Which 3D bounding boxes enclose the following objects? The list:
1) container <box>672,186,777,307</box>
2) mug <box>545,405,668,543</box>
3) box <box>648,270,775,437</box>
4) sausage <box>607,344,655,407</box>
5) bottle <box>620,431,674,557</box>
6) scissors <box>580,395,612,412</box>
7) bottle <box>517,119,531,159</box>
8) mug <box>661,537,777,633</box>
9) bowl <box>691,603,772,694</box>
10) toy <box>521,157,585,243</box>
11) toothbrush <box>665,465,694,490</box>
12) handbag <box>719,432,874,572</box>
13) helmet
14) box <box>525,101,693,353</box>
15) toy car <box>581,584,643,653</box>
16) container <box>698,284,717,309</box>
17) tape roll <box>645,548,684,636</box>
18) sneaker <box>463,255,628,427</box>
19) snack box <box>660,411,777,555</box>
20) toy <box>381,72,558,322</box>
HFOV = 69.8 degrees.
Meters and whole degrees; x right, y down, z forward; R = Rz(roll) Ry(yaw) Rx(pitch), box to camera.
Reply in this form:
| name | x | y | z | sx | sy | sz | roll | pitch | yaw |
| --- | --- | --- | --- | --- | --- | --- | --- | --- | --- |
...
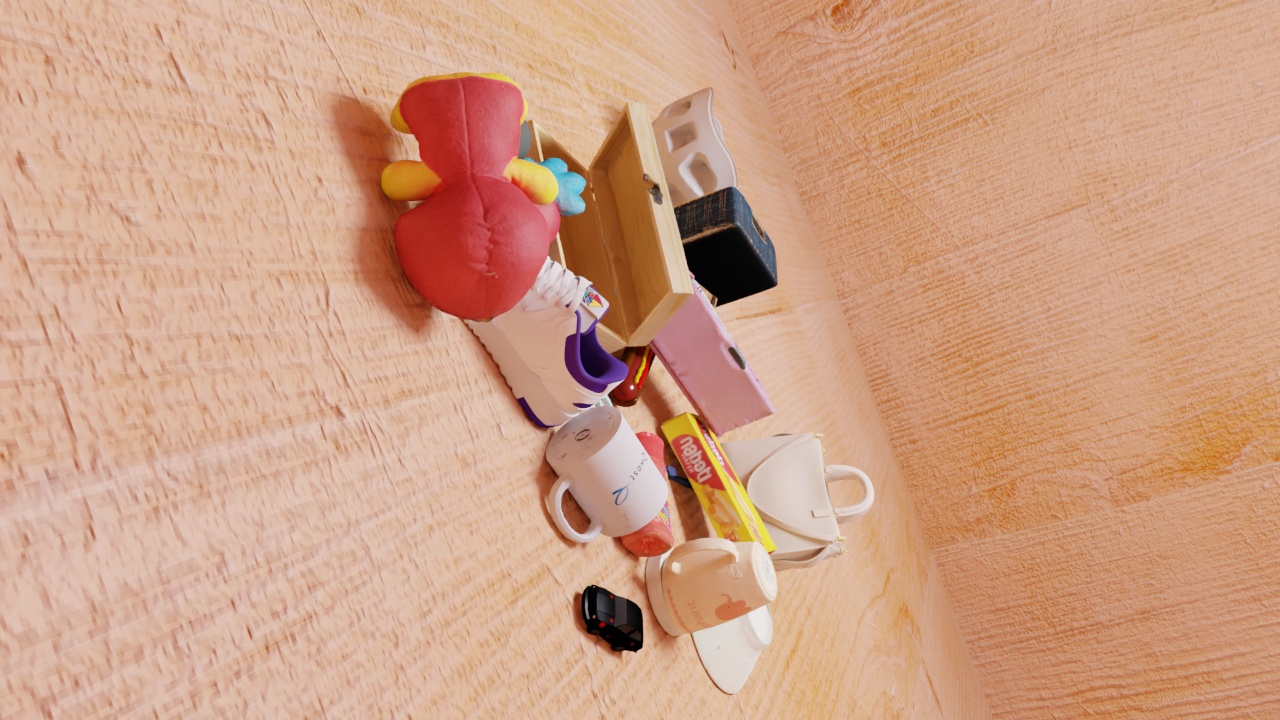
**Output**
| name | x | y | z | sx | sy | sz | roll | pitch | yaw |
| --- | --- | --- | --- | --- | --- | --- | --- | --- | --- |
| container | 0.073 | -0.135 | 1.227 | 0.145 | 0.188 | 0.071 | 47 | 34 | -46 |
| mug | -0.041 | 0.119 | 0.880 | 0.119 | 0.083 | 0.096 | -51 | 123 | -33 |
| box | 0.080 | -0.003 | 1.116 | 0.080 | 0.099 | 0.233 | 30 | -22 | 56 |
| sausage | -0.007 | 0.006 | 1.109 | 0.040 | 0.040 | 0.155 | 62 | 22 | -19 |
| bottle | 0.005 | 0.142 | 0.998 | 0.071 | 0.049 | 0.134 | 46 | 31 | -44 |
| scissors | -0.052 | 0.021 | 1.015 | 0.109 | 0.018 | 0.130 | 54 | 24 | -33 |
| bottle | -0.157 | -0.228 | 0.924 | 0.060 | 0.060 | 0.108 | 69 | 21 | -1 |
| mug | 0.080 | 0.227 | 0.969 | 0.111 | 0.104 | 0.085 | 56 | 24 | -34 |
| bowl | 0.117 | 0.307 | 1.111 | 0.177 | 0.058 | 0.176 | 50 | 28 | -41 |
| toy | -0.111 | -0.162 | 0.934 | 0.092 | 0.062 | 0.132 | 48 | 53 | -5 |
| toothbrush | 0.068 | 0.158 | 1.185 | 0.190 | 0.017 | 0.016 | 31 | 42 | -59 |
| handbag | 0.218 | 0.188 | 1.261 | 0.101 | 0.198 | 0.194 | 65 | 16 | -55 |
| helmet | 0.104 | -0.293 | 1.455 | 0.281 | 0.184 | 0.224 | 9 | 68 | -59 |
| box | -0.046 | -0.143 | 1.024 | 0.142 | 0.179 | 0.248 | 70 | 7 | -67 |
| toy car | -0.022 | 0.240 | 0.857 | 0.092 | 0.036 | 0.042 | 49 | 29 | -43 |
| container | 0.035 | -0.063 | 1.191 | 0.061 | 0.114 | 0.063 | 50 | 25 | -13 |
| tape roll | 0.036 | 0.255 | 1.012 | 0.094 | 0.019 | 0.093 | 50 | 28 | -41 |
| sneaker | -0.094 | -0.056 | 0.847 | 0.244 | 0.111 | 0.091 | 62 | 22 | -18 |
| snack box | 0.099 | 0.162 | 1.159 | 0.200 | 0.042 | 0.092 | 62 | 14 | 17 |
| toy | -0.143 | -0.138 | 0.766 | 0.099 | 0.147 | 0.216 | 92 | -10 | -75 |
